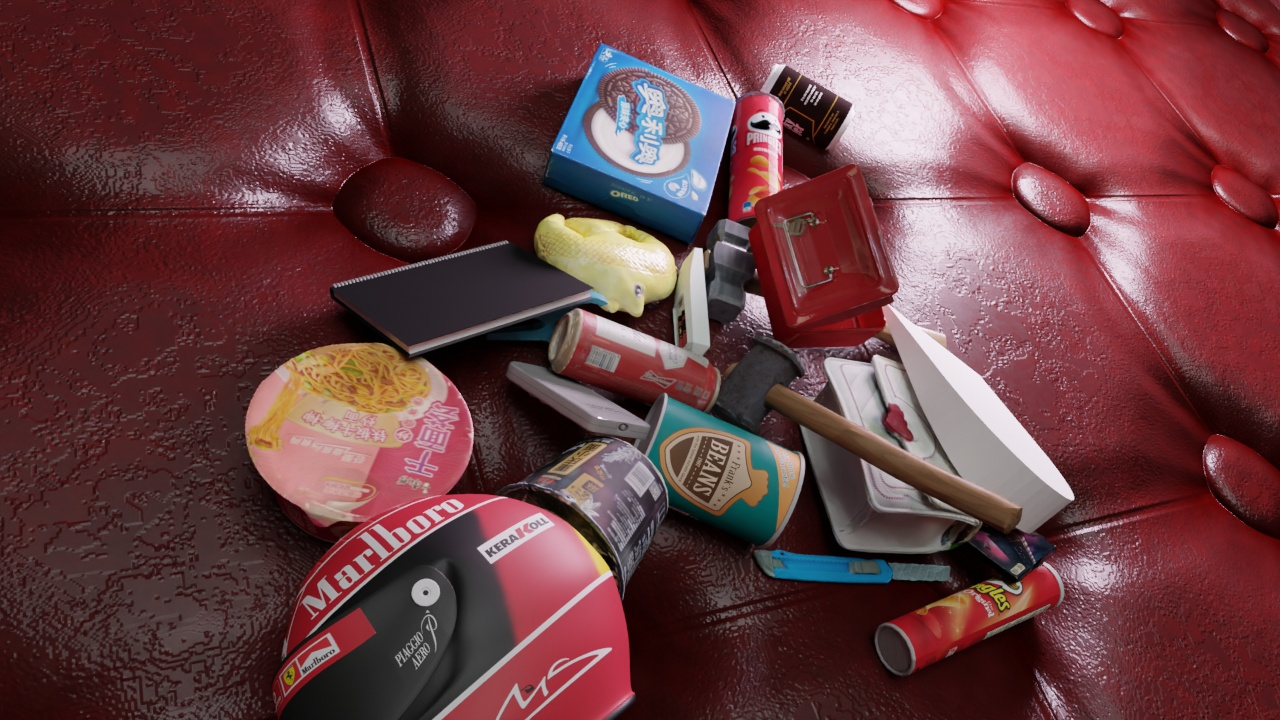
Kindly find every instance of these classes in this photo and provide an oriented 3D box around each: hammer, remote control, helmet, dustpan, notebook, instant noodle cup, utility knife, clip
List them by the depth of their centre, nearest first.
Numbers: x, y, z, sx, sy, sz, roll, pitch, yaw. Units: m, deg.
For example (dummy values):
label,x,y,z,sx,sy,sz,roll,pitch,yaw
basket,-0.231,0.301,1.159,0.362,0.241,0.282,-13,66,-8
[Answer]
label,x,y,z,sx,sy,sz,roll,pitch,yaw
helmet,-0.141,0.214,0.643,0.270,0.198,0.224,-36,75,-28
instant noodle cup,-0.235,0.077,0.769,0.178,0.078,0.178,12,46,-13
instant noodle cup,-0.045,0.136,0.787,0.137,0.138,0.112,41,42,8
remote control,-0.064,0.037,0.856,0.074,0.019,0.151,14,10,-45
hammer,0.202,0.074,0.867,0.328,0.052,0.098,31,78,42
notebook,-0.172,-0.066,0.892,0.206,0.016,0.149,-21,38,-37
utility knife,0.217,0.207,0.916,0.224,0.015,0.031,7,59,-20
clip,-0.086,-0.055,0.924,0.130,0.121,0.031,23,18,-20
dustpan,0.358,0.070,0.992,0.191,0.053,0.257,30,23,-31
remote control,0.052,-0.056,1.009,0.024,0.050,0.143,11,53,-17
hammer,0.220,-0.063,1.089,0.322,0.051,0.117,18,57,-13

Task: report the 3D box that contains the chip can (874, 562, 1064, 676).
label,x,y,z,sx,sy,sz,roll,pitch,yaw
chip can,0.327,0.251,0.905,0.214,0.052,0.051,-11,62,-29

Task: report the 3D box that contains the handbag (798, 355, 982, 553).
label,x,y,z,sx,sy,sz,roll,pitch,yaw
handbag,0.258,0.094,0.948,0.142,0.096,0.198,5,46,-17

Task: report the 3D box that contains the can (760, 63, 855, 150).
label,x,y,z,sx,sy,sz,roll,pitch,yaw
can,0.229,-0.354,1.281,0.128,0.072,0.071,30,50,0

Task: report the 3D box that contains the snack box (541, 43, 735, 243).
label,x,y,z,sx,sy,sz,roll,pitch,yaw
snack box,0.004,-0.273,1.139,0.195,0.056,0.238,21,51,-7

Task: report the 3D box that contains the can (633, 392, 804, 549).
label,x,y,z,sx,sy,sz,roll,pitch,yaw
can,0.067,0.105,0.869,0.144,0.099,0.099,24,51,-6

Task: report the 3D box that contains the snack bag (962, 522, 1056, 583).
label,x,y,z,sx,sy,sz,roll,pitch,yaw
snack bag,0.350,0.168,0.965,0.074,0.018,0.155,-24,46,-33

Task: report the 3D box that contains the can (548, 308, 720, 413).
label,x,y,z,sx,sy,sz,roll,pitch,yaw
can,-0.005,0.005,0.917,0.170,0.068,0.067,21,50,-20

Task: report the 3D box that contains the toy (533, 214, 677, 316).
label,x,y,z,sx,sy,sz,roll,pitch,yaw
toy,-0.032,-0.107,1.005,0.170,0.065,0.154,7,42,-27

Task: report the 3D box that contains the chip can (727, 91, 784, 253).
label,x,y,z,sx,sy,sz,roll,pitch,yaw
chip can,0.147,-0.240,1.167,0.073,0.073,0.232,15,53,-12

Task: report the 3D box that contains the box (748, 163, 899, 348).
label,x,y,z,sx,sy,sz,roll,pitch,yaw
box,0.201,-0.100,1.018,0.147,0.156,0.157,-15,73,15
